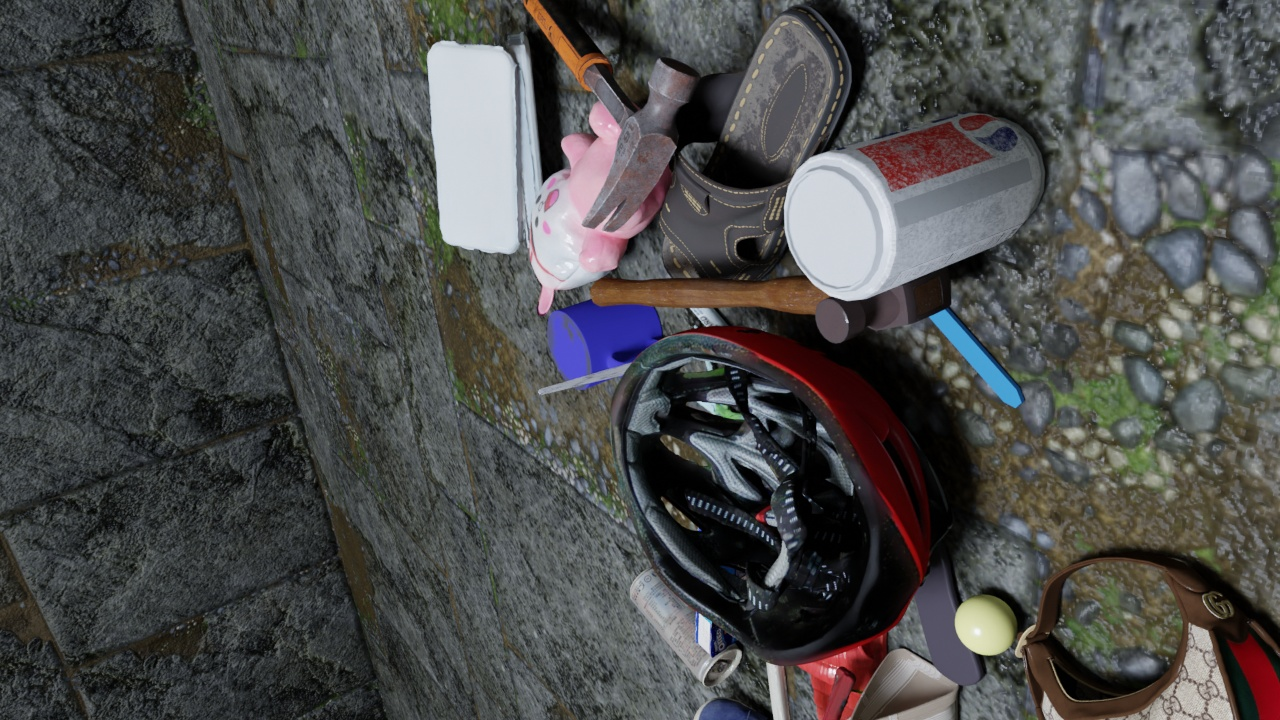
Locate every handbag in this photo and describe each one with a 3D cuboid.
[{"bbox_3d":[0.290,0.186,0.540,0.167,0.063,0.138,112,146,-55],"label":"handbag"},{"bbox_3d":[0.159,0.348,0.700,0.062,0.197,0.176,22,127,52],"label":"handbag"}]

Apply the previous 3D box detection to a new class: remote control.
[{"bbox_3d":[0.222,0.183,0.682,0.047,0.009,0.124,-11,99,60],"label":"remote control"}]

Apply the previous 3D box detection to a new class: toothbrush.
[{"bbox_3d":[0.187,-0.035,0.596,0.166,0.014,0.016,55,148,22],"label":"toothbrush"},{"bbox_3d":[-0.005,0.004,0.765,0.010,0.181,0.010,6,108,61],"label":"toothbrush"}]

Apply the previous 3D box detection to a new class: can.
[{"bbox_3d":[0.150,-0.087,0.499,0.078,0.135,0.078,37,138,43],"label":"can"},{"bbox_3d":[0.046,0.283,0.989,0.135,0.054,0.054,41,141,38],"label":"can"}]

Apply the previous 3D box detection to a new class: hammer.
[{"bbox_3d":[-0.047,-0.229,0.745,0.138,0.035,0.314,-64,35,30],"label":"hammer"},{"bbox_3d":[0.067,-0.047,0.641,0.324,0.115,0.033,6,113,53],"label":"hammer"}]

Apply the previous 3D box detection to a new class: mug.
[{"bbox_3d":[-0.025,-0.016,0.884,0.111,0.083,0.079,35,137,44],"label":"mug"}]

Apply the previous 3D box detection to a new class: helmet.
[{"bbox_3d":[0.091,0.085,0.671,0.272,0.166,0.218,35,123,34],"label":"helmet"}]

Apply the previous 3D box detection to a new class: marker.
[{"bbox_3d":[0.076,-0.018,0.786,0.146,0.017,0.017,52,146,27],"label":"marker"}]

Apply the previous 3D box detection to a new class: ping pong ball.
[{"bbox_3d":[0.236,0.180,0.627,0.040,0.040,0.040,37,138,43],"label":"ping pong ball"}]

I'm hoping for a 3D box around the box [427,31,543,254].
[{"bbox_3d":[-0.160,-0.212,0.912,0.106,0.124,0.216,-113,18,-61],"label":"box"}]

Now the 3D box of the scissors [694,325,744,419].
[{"bbox_3d":[0.080,0.049,0.830,0.168,0.023,0.171,3,114,64],"label":"scissors"}]

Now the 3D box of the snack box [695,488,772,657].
[{"bbox_3d":[0.088,0.195,0.837,0.027,0.082,0.150,34,135,43],"label":"snack box"}]

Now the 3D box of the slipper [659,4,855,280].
[{"bbox_3d":[0.065,-0.135,0.668,0.113,0.075,0.269,58,149,19],"label":"slipper"}]

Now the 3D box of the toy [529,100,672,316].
[{"bbox_3d":[-0.045,-0.134,0.836,0.214,0.084,0.141,-38,51,55],"label":"toy"}]

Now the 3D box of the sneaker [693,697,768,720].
[{"bbox_3d":[0.127,0.388,0.868,0.233,0.091,0.118,38,155,39],"label":"sneaker"}]

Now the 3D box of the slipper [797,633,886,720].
[{"bbox_3d":[0.158,0.248,0.780,0.104,0.059,0.249,19,126,53],"label":"slipper"}]

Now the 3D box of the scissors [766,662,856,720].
[{"bbox_3d":[0.133,0.313,0.760,0.188,0.015,0.179,-49,60,44],"label":"scissors"}]
